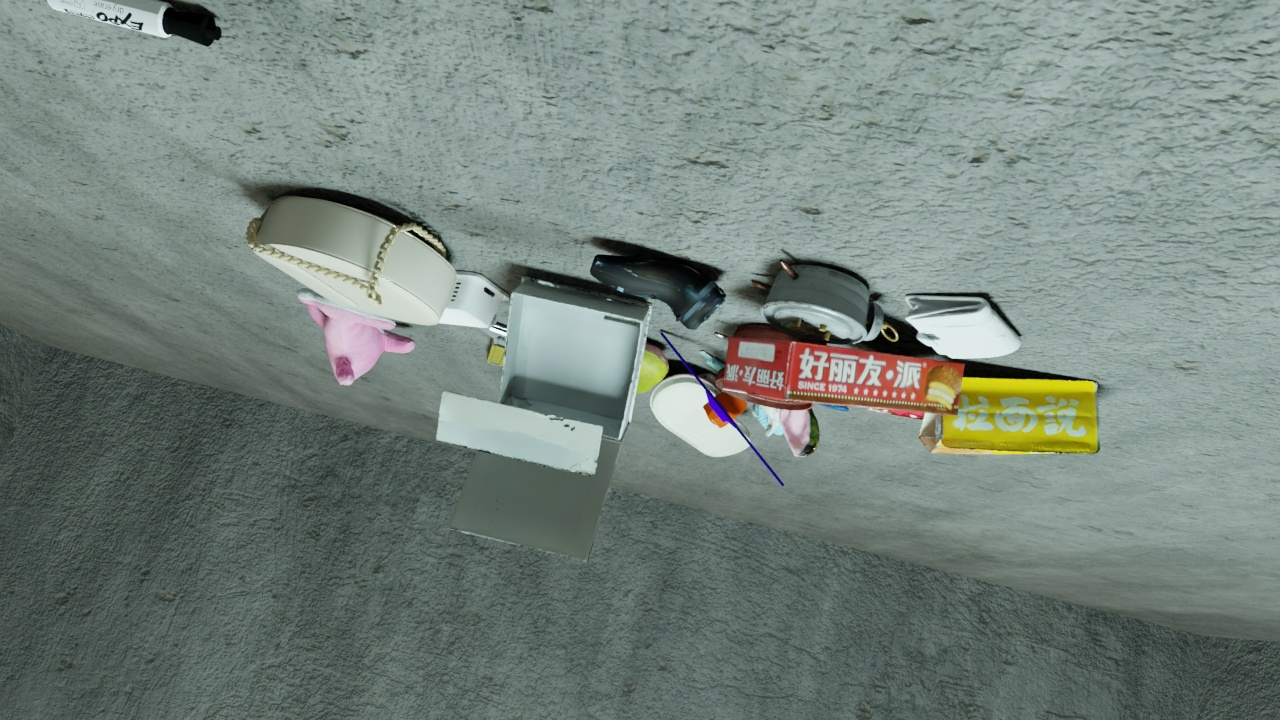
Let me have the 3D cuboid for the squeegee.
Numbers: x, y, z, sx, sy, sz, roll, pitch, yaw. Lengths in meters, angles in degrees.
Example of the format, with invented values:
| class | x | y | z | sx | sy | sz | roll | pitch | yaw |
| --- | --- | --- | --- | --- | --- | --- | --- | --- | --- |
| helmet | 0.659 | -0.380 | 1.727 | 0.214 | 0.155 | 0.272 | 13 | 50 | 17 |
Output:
| class | x | y | z | sx | sy | sz | roll | pitch | yaw |
| --- | --- | --- | --- | --- | --- | --- | --- | --- | --- |
| squeegee | 0.117 | 0.065 | 1.255 | 0.249 | 0.055 | 0.184 | 52 | -165 | 8 |

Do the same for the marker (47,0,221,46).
| class | x | y | z | sx | sy | sz | roll | pitch | yaw |
| --- | --- | --- | --- | --- | --- | --- | --- | --- | --- |
| marker | -0.376 | -0.259 | 0.684 | 0.126 | 0.025 | 0.025 | 14 | 166 | 0 |

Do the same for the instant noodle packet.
| class | x | y | z | sx | sy | sz | roll | pitch | yaw |
| --- | --- | --- | --- | --- | --- | --- | --- | --- | --- |
| instant noodle packet | 0.424 | 0.079 | 1.086 | 0.163 | 0.084 | 0.221 | 0 | 169 | 10 |

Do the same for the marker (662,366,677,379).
| class | x | y | z | sx | sy | sz | roll | pitch | yaw |
| --- | --- | --- | --- | --- | --- | --- | --- | --- | --- |
| marker | 0.042 | 0.024 | 1.366 | 0.023 | 0.021 | 0.145 | -1 | 160 | 26 |

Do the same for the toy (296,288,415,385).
| class | x | y | z | sx | sy | sz | roll | pitch | yaw |
| --- | --- | --- | --- | --- | --- | --- | --- | --- | --- |
| toy | -0.462 | -0.026 | 1.461 | 0.186 | 0.127 | 0.266 | 19 | 160 | -3 |

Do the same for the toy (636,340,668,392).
| class | x | y | z | sx | sy | sz | roll | pitch | yaw |
| --- | --- | --- | --- | --- | --- | --- | --- | --- | --- |
| toy | -0.008 | 0.007 | 1.269 | 0.090 | 0.051 | 0.110 | 22 | 150 | 1 |

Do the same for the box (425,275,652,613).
| class | x | y | z | sx | sy | sz | roll | pitch | yaw |
| --- | --- | --- | --- | --- | --- | --- | --- | --- | --- |
| box | -0.107 | 0.093 | 1.072 | 0.167 | 0.368 | 0.150 | 12 | 163 | 6 |

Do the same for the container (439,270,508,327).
| class | x | y | z | sx | sy | sz | roll | pitch | yaw |
| --- | --- | --- | --- | --- | --- | --- | --- | --- | --- |
| container | -0.246 | -0.080 | 1.193 | 0.129 | 0.049 | 0.080 | 7 | 164 | 27 |

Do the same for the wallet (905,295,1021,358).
| class | x | y | z | sx | sy | sz | roll | pitch | yaw |
| --- | --- | --- | --- | --- | --- | --- | --- | --- | --- |
| wallet | 0.310 | -0.029 | 0.887 | 0.086 | 0.032 | 0.116 | -2 | 158 | 42 |

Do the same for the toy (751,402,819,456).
| class | x | y | z | sx | sy | sz | roll | pitch | yaw |
| --- | --- | --- | --- | --- | --- | --- | --- | --- | --- |
| toy | 0.192 | 0.045 | 1.216 | 0.105 | 0.131 | 0.205 | 48 | 170 | -8 |

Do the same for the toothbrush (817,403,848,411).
| class | x | y | z | sx | sy | sz | roll | pitch | yaw |
| --- | --- | --- | --- | --- | --- | --- | --- | --- | --- |
| toothbrush | 0.232 | 0.053 | 1.312 | 0.135 | 0.017 | 0.021 | 11 | 162 | 22 |

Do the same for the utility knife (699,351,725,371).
| class | x | y | z | sx | sy | sz | roll | pitch | yaw |
| --- | --- | --- | --- | --- | --- | --- | --- | --- | --- |
| utility knife | 0.116 | 0.015 | 1.274 | 0.022 | 0.015 | 0.129 | -2 | 157 | 38 |

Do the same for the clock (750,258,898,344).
| class | x | y | z | sx | sy | sz | roll | pitch | yaw |
| --- | --- | --- | --- | --- | --- | --- | --- | --- | --- |
| clock | 0.184 | -0.047 | 0.890 | 0.148 | 0.056 | 0.104 | 19 | 167 | -10 |

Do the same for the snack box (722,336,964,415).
| class | x | y | z | sx | sy | sz | roll | pitch | yaw |
| --- | --- | --- | --- | --- | --- | --- | --- | --- | --- |
| snack box | 0.215 | 0.017 | 0.967 | 0.236 | 0.060 | 0.113 | 6 | 180 | -29 |

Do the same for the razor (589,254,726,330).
| class | x | y | z | sx | sy | sz | roll | pitch | yaw |
| --- | --- | --- | --- | --- | --- | --- | --- | --- | --- |
| razor | 0.016 | -0.073 | 0.937 | 0.140 | 0.063 | 0.053 | 14 | 165 | -4 |

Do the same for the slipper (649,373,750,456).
| class | x | y | z | sx | sy | sz | roll | pitch | yaw |
| --- | --- | --- | --- | --- | --- | --- | --- | --- | --- |
| slipper | 0.095 | 0.078 | 1.408 | 0.114 | 0.054 | 0.274 | -18 | 147 | 16 |

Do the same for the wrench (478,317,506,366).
| class | x | y | z | sx | sy | sz | roll | pitch | yaw |
| --- | --- | --- | --- | --- | --- | --- | --- | --- | --- |
| wrench | -0.223 | -0.025 | 1.443 | 0.083 | 0.018 | 0.274 | 17 | 166 | -10 |

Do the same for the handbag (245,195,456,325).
| class | x | y | z | sx | sy | sz | roll | pitch | yaw |
| --- | --- | --- | --- | --- | --- | --- | --- | --- | --- |
| handbag | -0.329 | -0.106 | 1.070 | 0.209 | 0.103 | 0.210 | 12 | 165 | 25 |

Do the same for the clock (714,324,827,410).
| class | x | y | z | sx | sy | sz | roll | pitch | yaw |
| --- | --- | --- | --- | --- | --- | --- | --- | --- | --- |
| clock | 0.169 | 0.010 | 1.087 | 0.158 | 0.072 | 0.120 | 9 | 165 | 23 |

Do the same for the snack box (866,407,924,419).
| class | x | y | z | sx | sy | sz | roll | pitch | yaw |
| --- | --- | --- | --- | --- | --- | --- | --- | --- | --- |
| snack box | 0.334 | 0.045 | 1.164 | 0.089 | 0.021 | 0.133 | 9 | 164 | 16 |
